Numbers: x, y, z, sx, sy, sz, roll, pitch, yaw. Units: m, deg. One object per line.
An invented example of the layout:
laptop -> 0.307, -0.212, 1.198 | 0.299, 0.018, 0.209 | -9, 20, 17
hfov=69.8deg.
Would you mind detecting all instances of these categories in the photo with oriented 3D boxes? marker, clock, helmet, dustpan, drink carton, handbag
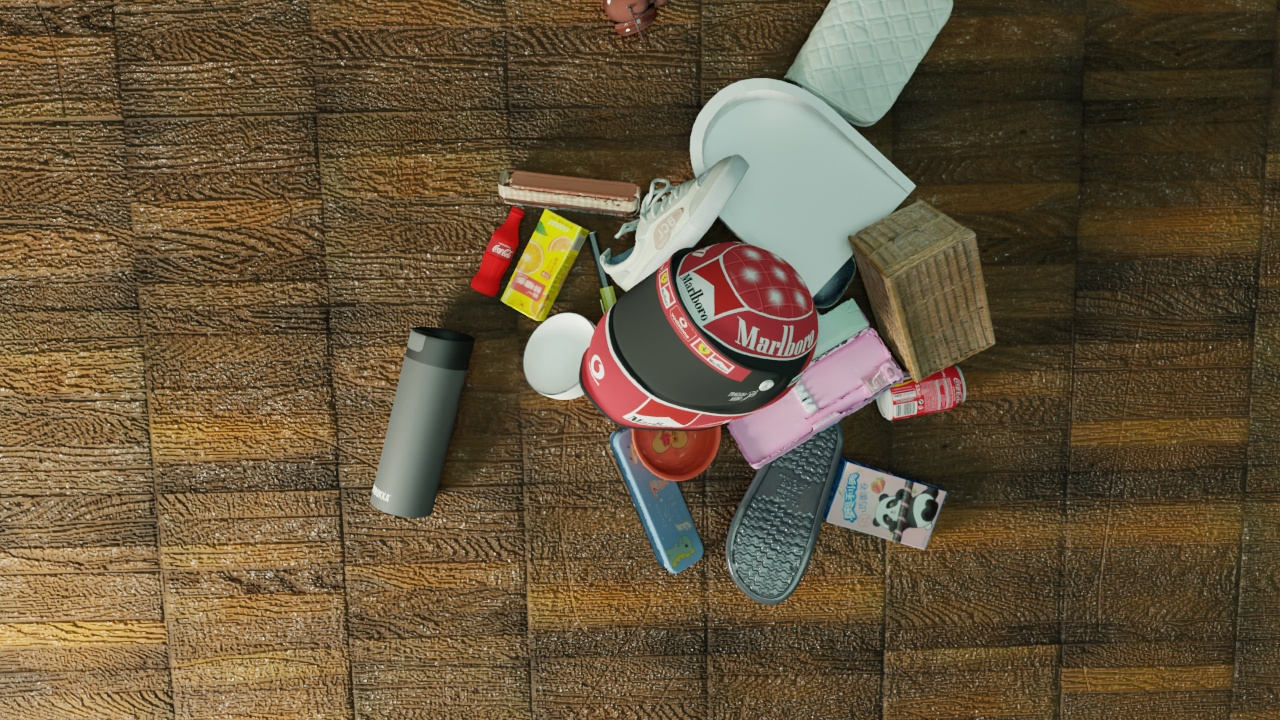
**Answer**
marker -> -0.050, -0.108, 1.215 | 0.021, 0.017, 0.124 | -15, 96, 0
clock -> -0.018, -0.466, 1.121 | 0.072, 0.120, 0.157 | -22, 89, 9
helmet -> 0.089, -0.033, 1.094 | 0.225, 0.270, 0.197 | -49, 54, 41
dustpan -> 0.182, -0.234, 1.151 | 0.258, 0.053, 0.191 | 43, 96, 10
drink carton -> -0.125, -0.123, 1.196 | 0.058, 0.043, 0.134 | 28, 96, 12
handbag -> 0.287, -0.401, 1.158 | 0.139, 0.072, 0.195 | 33, 96, 4

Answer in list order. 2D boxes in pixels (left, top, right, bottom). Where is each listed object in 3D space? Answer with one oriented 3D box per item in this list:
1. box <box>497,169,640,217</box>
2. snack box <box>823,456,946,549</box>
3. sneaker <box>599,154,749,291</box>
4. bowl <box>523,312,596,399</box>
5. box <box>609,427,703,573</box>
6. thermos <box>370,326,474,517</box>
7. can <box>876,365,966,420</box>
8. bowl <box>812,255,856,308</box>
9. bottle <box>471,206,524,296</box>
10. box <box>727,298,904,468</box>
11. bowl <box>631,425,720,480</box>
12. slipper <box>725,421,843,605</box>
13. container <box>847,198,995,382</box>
box -> -0.093, -0.217, 1.197 | 0.188, 0.064, 0.056 | 8, 61, 1
snack box -> 0.327, 0.193, 1.241 | 0.154, 0.033, 0.088 | 18, 96, -11
sneaker -> 0.033, -0.174, 1.134 | 0.091, 0.089, 0.243 | 40, 127, -4
bowl -> -0.089, 0.000, 1.193 | 0.114, 0.063, 0.113 | -12, 65, 27
box -> 0.024, 0.185, 1.233 | 0.068, 0.059, 0.210 | -22, 97, -1
thermos -> -0.286, 0.078, 1.202 | 0.082, 0.082, 0.240 | 15, 97, -3
can -> 0.370, 0.040, 1.216 | 0.105, 0.064, 0.064 | -10, 97, 0
bowl -> 0.223, -0.119, 1.194 | 0.110, 0.055, 0.110 | 0, 88, 12
bottle -> -0.183, -0.144, 1.199 | 0.036, 0.036, 0.119 | 24, 96, -4
box -> 0.207, 0.019, 1.208 | 0.230, 0.035, 0.159 | -32, 70, 7
bowl -> 0.039, 0.093, 1.214 | 0.130, 0.045, 0.130 | 3, 83, -24
slipper -> 0.191, 0.192, 1.233 | 0.111, 0.083, 0.267 | 22, 79, 7
container -> 0.348, -0.088, 1.138 | 0.114, 0.112, 0.198 | -28, 131, 1
